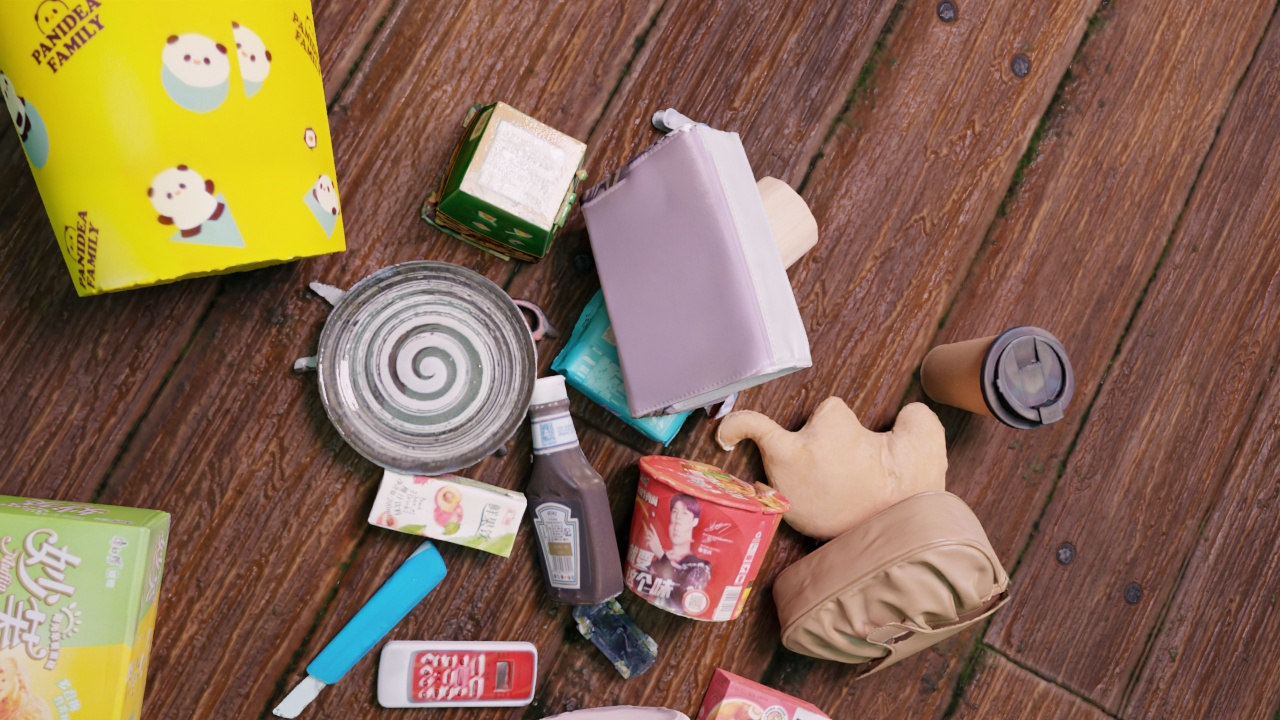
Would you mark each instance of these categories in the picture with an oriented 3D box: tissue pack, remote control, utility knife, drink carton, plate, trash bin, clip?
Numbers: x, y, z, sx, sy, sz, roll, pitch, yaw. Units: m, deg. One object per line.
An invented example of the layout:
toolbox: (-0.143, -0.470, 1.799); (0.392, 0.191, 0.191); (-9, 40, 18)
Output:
tissue pack: (-0.005, 0.005, 0.820); (0.133, 0.050, 0.093); (36, 83, -12)
remote control: (-0.158, 0.273, 0.798); (0.136, 0.020, 0.056); (6, 90, -15)
utility knife: (-0.237, 0.231, 0.777); (0.034, 0.018, 0.187); (45, 80, 0)
drink carton: (-0.163, 0.125, 0.781); (0.122, 0.045, 0.053); (17, 92, -14)
plate: (-0.176, 0.005, 0.764); (0.179, 0.024, 0.179); (1, 85, -10)
trash bin: (-0.330, -0.187, 0.648); (0.229, 0.230, 0.255); (-12, 99, -15)
trash bin: (-0.023, 0.396, 0.751); (0.227, 0.228, 0.192); (-2, 79, -15)
clip: (0.039, -0.214, 0.847); (0.056, 0.026, 0.024); (19, 88, -27)

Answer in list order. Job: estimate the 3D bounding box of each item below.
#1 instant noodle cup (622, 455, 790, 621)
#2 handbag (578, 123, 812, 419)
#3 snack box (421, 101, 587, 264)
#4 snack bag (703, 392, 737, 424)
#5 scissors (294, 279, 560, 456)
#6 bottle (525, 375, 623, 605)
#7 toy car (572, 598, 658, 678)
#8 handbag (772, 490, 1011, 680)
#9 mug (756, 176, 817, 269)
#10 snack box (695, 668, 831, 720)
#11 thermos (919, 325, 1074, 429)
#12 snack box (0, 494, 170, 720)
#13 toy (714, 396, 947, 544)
instant noodle cup: (0.049, 0.155, 0.798); (0.138, 0.138, 0.108); (15, 95, -15)
handbag: (0.038, -0.065, 0.732); (0.098, 0.145, 0.197); (-5, 77, -55)
snack box: (-0.106, -0.153, 0.761); (0.117, 0.106, 0.118); (24, 83, -14)
snack bag: (0.072, 0.033, 0.819); (0.026, 0.105, 0.045); (32, 94, 4)
scissors: (-0.178, -0.008, 0.791); (0.188, 0.015, 0.226); (-44, 102, -10)
bottle: (-0.065, 0.111, 0.792); (0.043, 0.080, 0.195); (-13, 93, -49)
toy car: (-0.023, 0.246, 0.827); (0.043, 0.034, 0.090); (-44, 103, -13)
handbag: (0.225, 0.212, 0.821); (0.147, 0.099, 0.205); (33, 123, -29)
mug: (0.083, -0.118, 0.835); (0.103, 0.084, 0.124); (-39, 74, -13)
snack box: (0.101, 0.370, 0.857); (0.113, 0.044, 0.127); (24, 85, -14)
thermos: (0.330, 0.015, 0.862); (0.093, 0.143, 0.093); (0, 90, -16)
snack box: (-0.460, 0.212, 0.690); (0.157, 0.070, 0.210); (9, 89, -15)
toy: (0.181, 0.105, 0.862); (0.226, 0.082, 0.143); (5, 89, -11)
